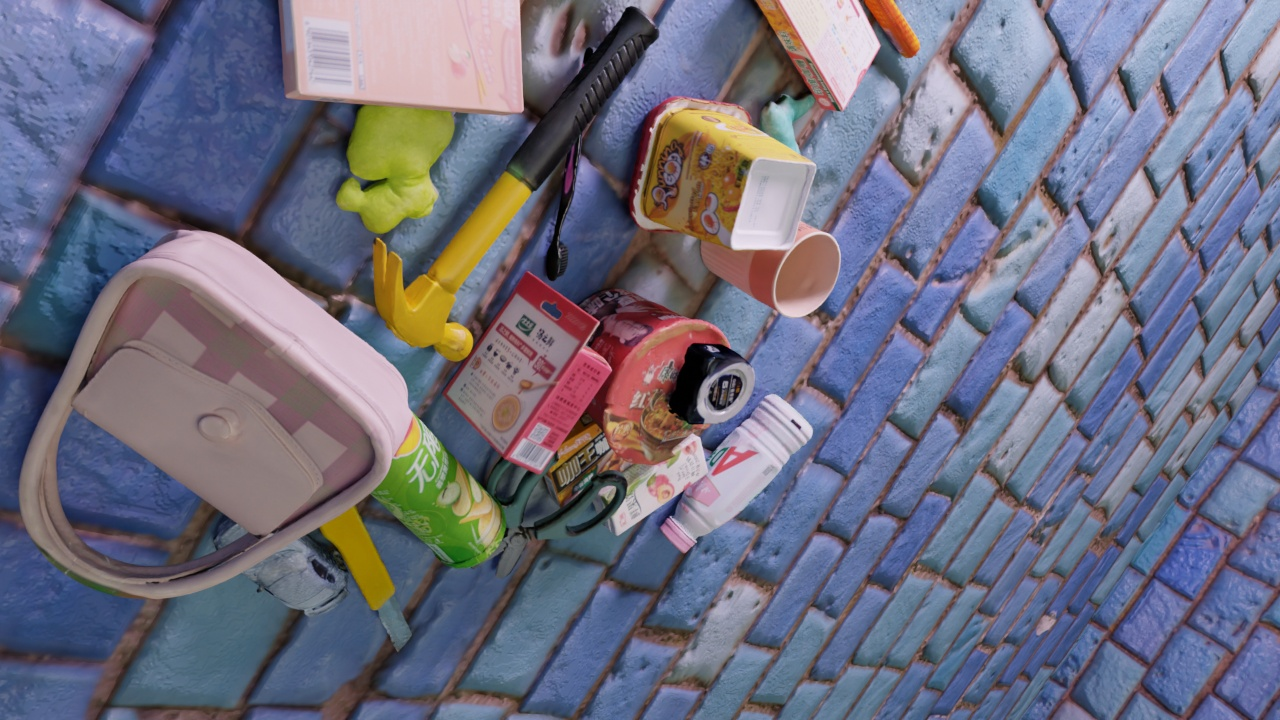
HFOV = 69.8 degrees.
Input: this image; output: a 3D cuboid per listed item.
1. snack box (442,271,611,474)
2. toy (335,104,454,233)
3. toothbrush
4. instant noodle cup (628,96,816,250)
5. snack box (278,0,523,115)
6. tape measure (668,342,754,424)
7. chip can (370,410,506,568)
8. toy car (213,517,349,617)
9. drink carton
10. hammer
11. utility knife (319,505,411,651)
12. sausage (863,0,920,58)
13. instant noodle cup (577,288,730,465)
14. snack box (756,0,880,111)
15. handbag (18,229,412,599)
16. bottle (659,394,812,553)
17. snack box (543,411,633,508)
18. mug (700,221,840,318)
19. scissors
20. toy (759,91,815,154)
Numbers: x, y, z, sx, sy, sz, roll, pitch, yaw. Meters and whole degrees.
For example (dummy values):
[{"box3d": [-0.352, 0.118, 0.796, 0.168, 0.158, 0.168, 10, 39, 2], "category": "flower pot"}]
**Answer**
[{"box3d": [-0.086, 0.008, 0.736, 0.044, 0.113, 0.127, 33, 93, -45], "category": "snack box"}, {"box3d": [-0.169, -0.139, 0.633, 0.096, 0.031, 0.100, -28, 133, -23], "category": "toy"}, {"box3d": [-0.054, -0.153, 0.735, 0.017, 0.014, 0.189, -20, 128, -51], "category": "toothbrush"}, {"box3d": [0.069, -0.148, 0.762, 0.115, 0.124, 0.116, -5, 119, -38], "category": "instant noodle cup"}, {"box3d": [-0.149, -0.206, 0.590, 0.157, 0.026, 0.084, -7, 99, -38], "category": "snack box"}, {"box3d": [0.062, 0.020, 0.769, 0.066, 0.033, 0.066, 4, 115, -40], "category": "tape measure"}, {"box3d": [-0.185, 0.089, 0.735, 0.072, 0.072, 0.221, -42, 136, -12], "category": "chip can"}, {"box3d": [-0.278, 0.159, 0.719, 0.054, 0.036, 0.121, -30, 131, 1], "category": "toy car"}, {"box3d": [0.007, 0.120, 0.936, 0.122, 0.045, 0.053, -31, 127, -23], "category": "drink carton"}, {"box3d": [-0.089, -0.135, 0.681, 0.300, 0.033, 0.128, -52, 152, -1], "category": "hammer"}, {"box3d": [-0.237, 0.181, 0.789, 0.033, 0.015, 0.216, -25, 129, -18], "category": "utility knife"}, {"box3d": [0.223, -0.330, 0.851, 0.165, 0.021, 0.021, 29, 95, -47], "category": "sausage"}, {"box3d": [-0.005, 0.005, 0.807, 0.137, 0.108, 0.138, -21, 129, -29], "category": "instant noodle cup"}, {"box3d": [0.157, -0.298, 0.802, 0.155, 0.027, 0.077, 40, 78, -46], "category": "snack box"}, {"box3d": [-0.284, 0.053, 0.583, 0.234, 0.093, 0.193, -44, 108, 7], "category": "handbag"}, {"box3d": [0.102, 0.128, 1.010, 0.197, 0.068, 0.068, -47, 136, -2], "category": "bottle"}, {"box3d": [-0.028, 0.074, 0.893, 0.153, 0.026, 0.075, -30, 132, -22], "category": "snack box"}, {"box3d": [0.127, -0.092, 0.860, 0.114, 0.106, 0.081, 30, 95, -47], "category": "mug"}, {"box3d": [-0.084, 0.147, 0.864, 0.171, 0.019, 0.177, 9, 119, -25], "category": "scissors"}, {"box3d": [0.133, -0.205, 0.849, 0.096, 0.030, 0.092, -42, 138, -27], "category": "toy"}]
